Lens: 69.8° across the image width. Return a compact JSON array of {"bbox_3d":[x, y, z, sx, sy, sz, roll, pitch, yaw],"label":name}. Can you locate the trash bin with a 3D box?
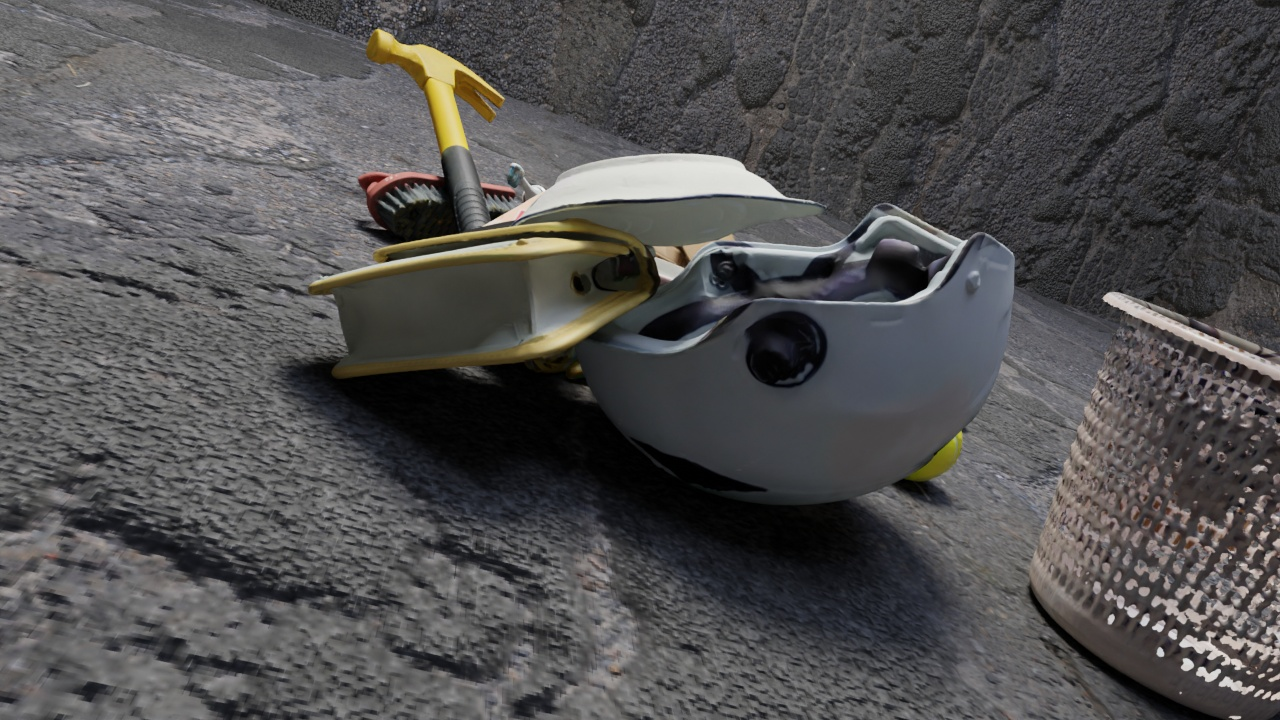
[{"bbox_3d":[0.344,0.090,0.542,0.227,0.192,0.227,19,17,-6],"label":"trash bin"}]

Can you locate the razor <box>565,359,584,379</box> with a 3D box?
[{"bbox_3d":[-0.004,0.004,0.680,0.132,0.028,0.043,0,31,-47],"label":"razor"}]

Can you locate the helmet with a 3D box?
[{"bbox_3d":[0.091,0.006,0.553,0.258,0.146,0.229,-15,14,-2],"label":"helmet"}]

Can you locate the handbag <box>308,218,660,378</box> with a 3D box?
[{"bbox_3d":[-0.073,-0.047,0.521,0.164,0.063,0.178,-4,15,32],"label":"handbag"}]

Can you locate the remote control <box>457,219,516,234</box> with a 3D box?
[{"bbox_3d":[-0.089,-0.086,0.642,0.136,0.024,0.053,-8,9,6],"label":"remote control"}]

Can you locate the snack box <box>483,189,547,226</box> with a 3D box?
[{"bbox_3d":[-0.085,-0.081,0.713,0.084,0.026,0.156,34,47,18],"label":"snack box"}]

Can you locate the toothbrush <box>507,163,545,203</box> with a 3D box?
[{"bbox_3d":[-0.097,-0.151,0.906,0.027,0.026,0.221,18,-5,10],"label":"toothbrush"}]

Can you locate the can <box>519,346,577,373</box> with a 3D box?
[{"bbox_3d":[-0.053,-0.034,0.653,0.049,0.075,0.147,33,21,22],"label":"can"}]

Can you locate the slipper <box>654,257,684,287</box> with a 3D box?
[{"bbox_3d":[0.093,-0.007,0.739,0.274,0.054,0.114,26,-9,-9],"label":"slipper"}]

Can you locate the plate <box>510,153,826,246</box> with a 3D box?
[{"bbox_3d":[0.006,-0.092,0.536,0.163,0.034,0.164,-4,1,-27],"label":"plate"}]

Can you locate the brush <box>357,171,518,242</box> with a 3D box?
[{"bbox_3d":[-0.186,-0.141,0.839,0.145,0.063,0.069,0,40,-47],"label":"brush"}]

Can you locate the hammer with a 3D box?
[{"bbox_3d":[-0.163,-0.179,0.816,0.128,0.033,0.300,11,46,-38],"label":"hammer"}]

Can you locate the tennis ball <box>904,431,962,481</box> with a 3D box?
[{"bbox_3d":[0.210,0.059,0.698,0.065,0.065,0.065,20,17,-6],"label":"tennis ball"}]

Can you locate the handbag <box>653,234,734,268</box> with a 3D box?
[{"bbox_3d":[0.025,-0.116,0.951,0.148,0.100,0.204,30,20,14],"label":"handbag"}]
